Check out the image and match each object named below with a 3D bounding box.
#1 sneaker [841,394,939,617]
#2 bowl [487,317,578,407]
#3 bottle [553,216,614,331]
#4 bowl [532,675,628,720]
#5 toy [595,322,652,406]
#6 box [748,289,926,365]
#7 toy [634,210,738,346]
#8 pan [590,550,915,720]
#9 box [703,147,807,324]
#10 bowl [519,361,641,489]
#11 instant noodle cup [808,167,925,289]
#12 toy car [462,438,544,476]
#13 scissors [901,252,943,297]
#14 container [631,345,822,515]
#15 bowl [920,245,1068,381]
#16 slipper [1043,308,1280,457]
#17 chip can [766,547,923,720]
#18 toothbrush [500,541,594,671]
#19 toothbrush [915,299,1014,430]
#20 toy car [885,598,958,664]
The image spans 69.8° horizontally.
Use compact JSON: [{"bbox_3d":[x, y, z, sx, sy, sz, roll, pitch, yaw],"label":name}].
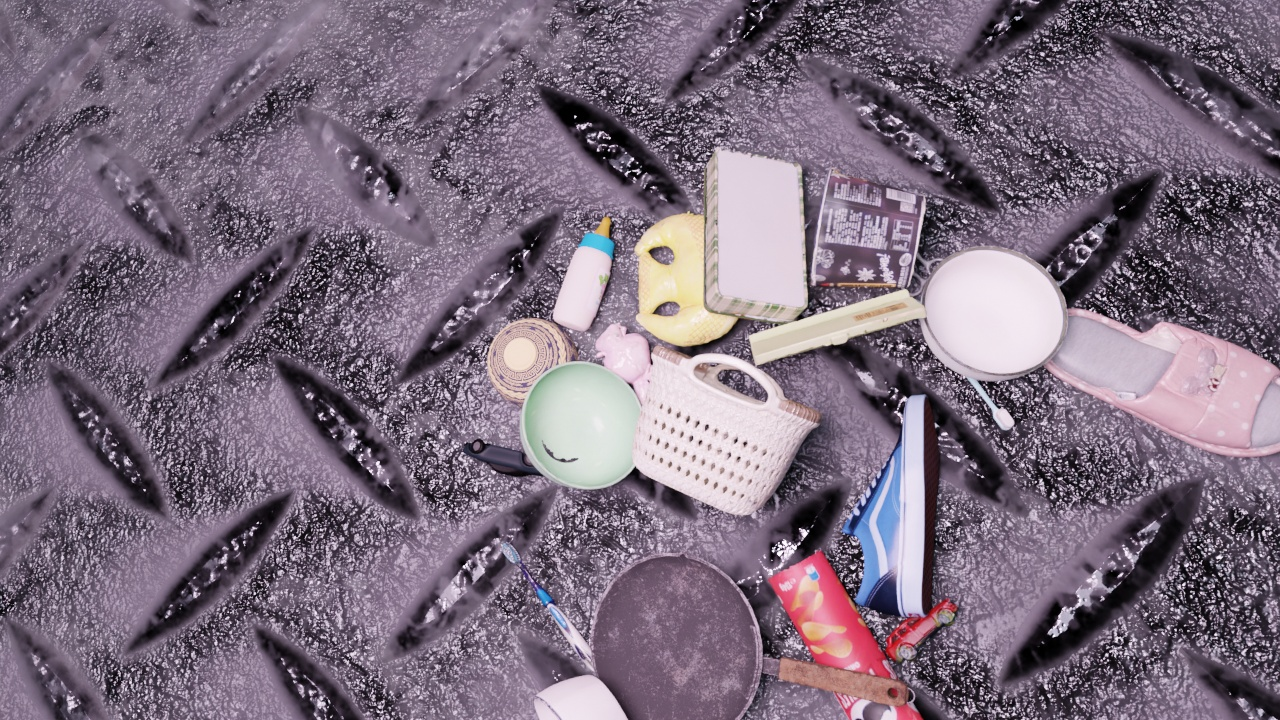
[{"bbox_3d":[0.267,0.152,1.000,0.098,0.083,0.241,0,72,29],"label":"sneaker"},{"bbox_3d":[-0.138,-0.001,1.120,0.112,0.061,0.112,-2,78,11],"label":"bowl"},{"bbox_3d":[-0.063,-0.110,1.134,0.051,0.051,0.146,17,82,14],"label":"bottle"},{"bbox_3d":[-0.059,0.397,0.999,0.065,0.117,0.116,-30,72,-26],"label":"bowl"},{"bbox_3d":[-0.007,0.006,1.102,0.063,0.047,0.110,-43,85,3],"label":"toy"},{"bbox_3d":[0.214,-0.035,1.022,0.188,0.141,0.044,-16,91,9],"label":"box"},{"bbox_3d":[0.069,-0.100,1.098,0.155,0.064,0.170,-4,74,6],"label":"toy"},{"bbox_3d":[0.111,0.320,0.980,0.358,0.040,0.207,4,83,25],"label":"pan"},{"bbox_3d":[0.131,-0.145,1.065,0.117,0.050,0.205,6,65,-13],"label":"box"},{"bbox_3d":[-0.076,0.082,1.070,0.150,0.077,0.150,8,69,-23],"label":"bowl"},{"bbox_3d":[0.255,-0.140,1.030,0.112,0.137,0.137,10,80,13],"label":"instant noodle cup"},{"bbox_3d":[-0.159,0.121,1.107,0.112,0.046,0.034,12,78,12],"label":"toy car"},{"bbox_3d":[0.312,-0.140,1.086,0.095,0.014,0.170,-25,78,7],"label":"scissors"},{"bbox_3d":[0.088,0.069,0.976,0.184,0.246,0.143,23,92,12],"label":"container"},{"bbox_3d":[0.381,-0.043,1.013,0.153,0.073,0.153,-1,69,3],"label":"bowl"},{"bbox_3d":[0.565,0.018,0.981,0.274,0.054,0.114,22,83,16],"label":"slipper"},{"bbox_3d":[0.224,0.319,0.977,0.073,0.073,0.233,-31,73,3],"label":"chip can"},{"bbox_3d":[-0.107,0.287,1.076,0.016,0.017,0.189,-41,73,-1],"label":"toothbrush"},{"bbox_3d":[0.365,0.002,1.045,0.016,0.016,0.180,-32,73,-2],"label":"toothbrush"},{"bbox_3d":[0.302,0.289,0.983,0.091,0.042,0.036,-39,64,3],"label":"toy car"}]
